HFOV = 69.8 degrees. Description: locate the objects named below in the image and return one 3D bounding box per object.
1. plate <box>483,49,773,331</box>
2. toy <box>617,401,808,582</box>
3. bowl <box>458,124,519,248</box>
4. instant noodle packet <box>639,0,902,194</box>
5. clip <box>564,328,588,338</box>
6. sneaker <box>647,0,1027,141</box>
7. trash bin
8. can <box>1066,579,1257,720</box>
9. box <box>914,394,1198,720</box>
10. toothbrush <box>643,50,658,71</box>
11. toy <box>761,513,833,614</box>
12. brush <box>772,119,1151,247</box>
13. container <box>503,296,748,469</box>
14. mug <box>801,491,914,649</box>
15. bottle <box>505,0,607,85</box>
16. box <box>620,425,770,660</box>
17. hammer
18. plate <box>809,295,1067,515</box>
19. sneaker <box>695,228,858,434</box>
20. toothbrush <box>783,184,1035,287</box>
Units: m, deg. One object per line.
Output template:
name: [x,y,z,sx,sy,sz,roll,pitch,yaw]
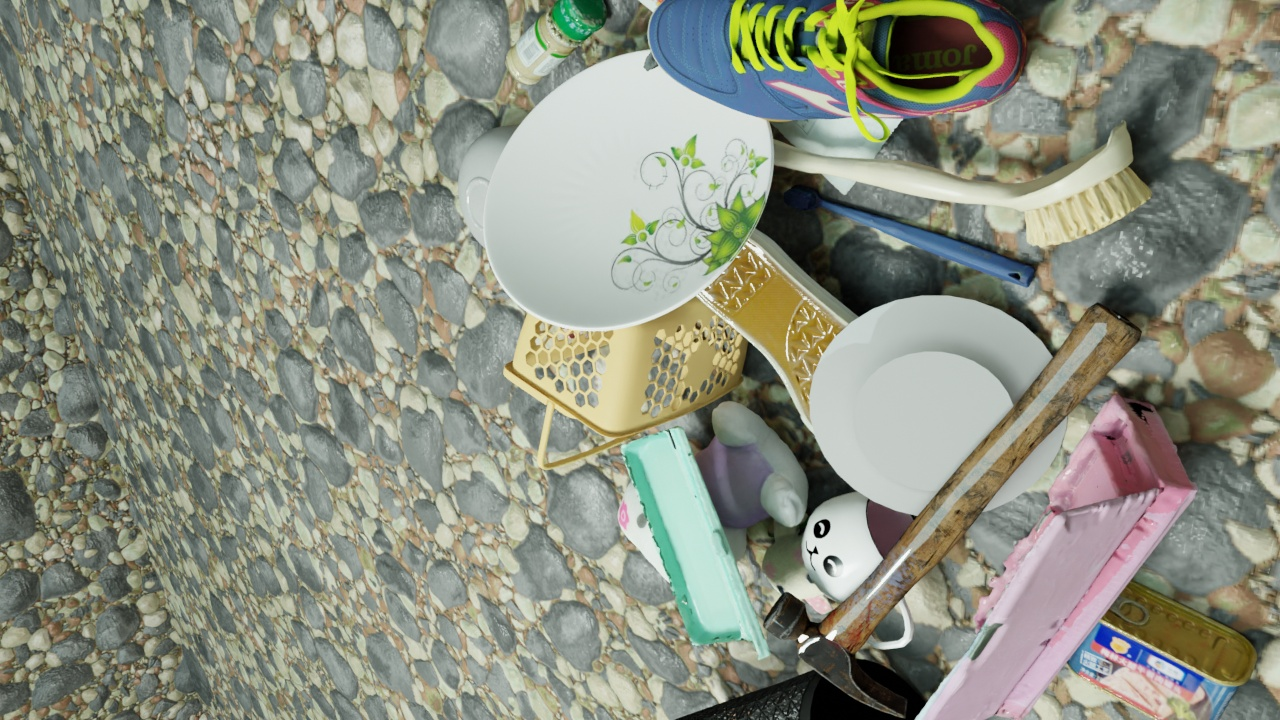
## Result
plate: [-0.010,-0.124,0.677,0.230,0.030,0.229,-9,67,21]
toy: [0.061,0.124,0.826,0.137,0.085,0.210,54,136,13]
bowl: [-0.127,-0.155,0.881,0.132,0.064,0.132,22,124,36]
instant noodle packet: [0.082,-0.254,0.638,0.269,0.057,0.147,45,137,11]
clip: [-0.075,-0.048,0.918,0.041,0.023,0.059,-7,107,43]
sneaker: [0.108,-0.200,0.562,0.242,0.090,0.116,11,111,22]
trash bin: [0.135,0.386,0.808,0.217,0.216,0.244,52,130,12]
can: [0.341,0.196,0.610,0.100,0.053,0.059,28,130,33]
box: [0.262,0.151,0.585,0.075,0.172,0.234,32,131,23]
toothbrush: [0.057,-0.259,0.616,0.014,0.017,0.189,42,135,-9]
toy: [0.143,0.175,0.802,0.112,0.050,0.087,55,137,0]
brush: [0.181,-0.121,0.596,0.273,0.061,0.077,15,111,37]
container: [-0.004,0.004,0.757,0.129,0.182,0.167,31,122,30]
mug: [0.176,0.164,0.717,0.076,0.090,0.123,-37,55,39]
bottle: [-0.075,-0.276,0.786,0.110,0.042,0.042,-22,94,49]
box: [0.050,0.144,0.752,0.138,0.056,0.187,-24,86,61]
hammer: [0.220,0.106,0.625,0.120,0.033,0.331,35,115,8]
plate: [0.204,0.040,0.640,0.173,0.019,0.173,8,115,17]
sneaker: [0.130,-0.022,0.696,0.235,0.079,0.088,46,117,-6]
toothbrush: [0.182,-0.090,0.646,0.190,0.017,0.016,28,128,32]
